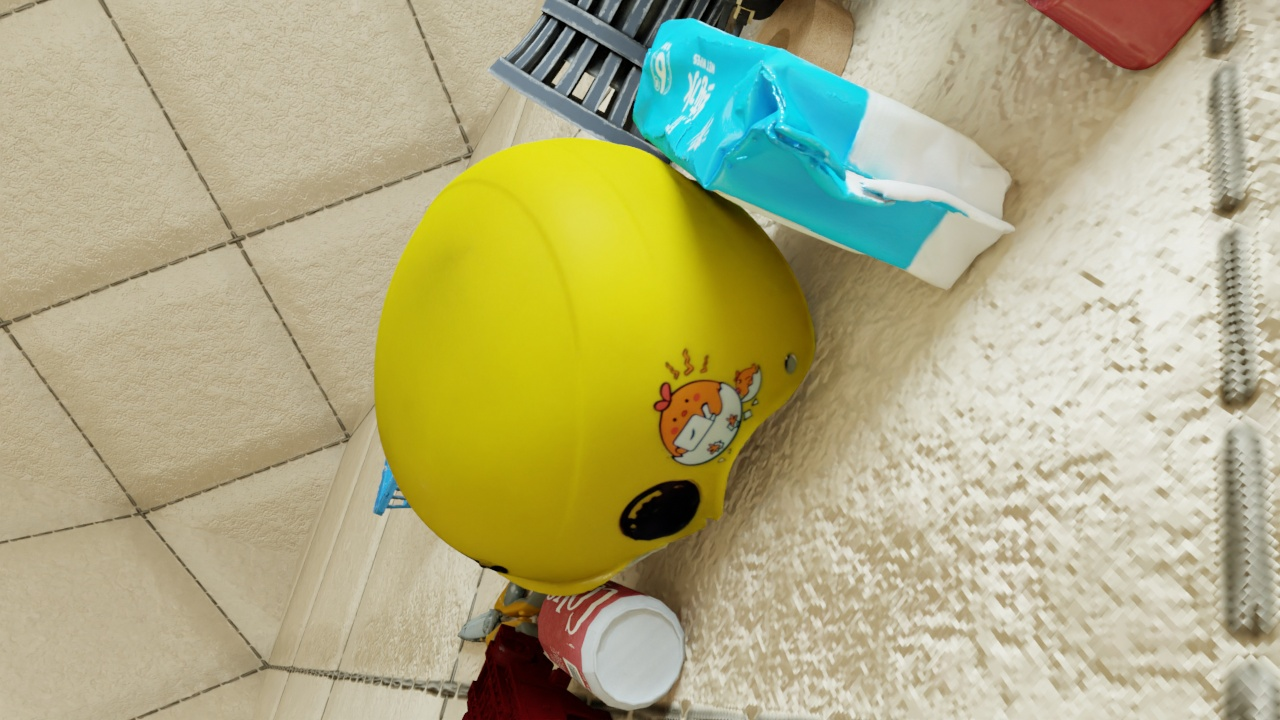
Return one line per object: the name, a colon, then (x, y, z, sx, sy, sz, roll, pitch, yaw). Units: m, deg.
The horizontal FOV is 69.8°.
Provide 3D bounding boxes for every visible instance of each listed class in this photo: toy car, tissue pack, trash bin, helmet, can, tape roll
toy car: (-0.051, 0.208, 0.478, 0.070, 0.062, 0.170, -66, 19, 6)
tissue pack: (0.068, -0.096, 0.402, 0.066, 0.117, 0.209, -65, 19, 17)
trash bin: (0.006, -0.290, 0.722, 0.228, 0.164, 0.164, -60, 20, 14)
helmet: (-0.053, -0.004, 0.447, 0.240, 0.139, 0.209, -54, 51, 6)
can: (-0.018, 0.142, 0.474, 0.097, 0.054, 0.054, -12, 58, 68)
tape roll: (0.090, -0.177, 0.563, 0.094, 0.027, 0.093, -54, 24, 36)

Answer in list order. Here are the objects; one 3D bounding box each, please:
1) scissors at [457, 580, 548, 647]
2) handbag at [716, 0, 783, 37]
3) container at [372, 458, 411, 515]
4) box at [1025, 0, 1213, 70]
scissors: (-0.114, 0.215, 0.715, 0.230, 0.016, 0.113, -42, 32, 54)
handbag: (0.074, -0.251, 0.550, 0.175, 0.072, 0.196, -52, -16, -73)
container: (-0.183, -0.013, 1.035, 0.363, 0.089, 0.256, -57, 22, 31)
box: (0.160, -0.195, 0.314, 0.137, 0.126, 0.157, -36, 29, 23)
